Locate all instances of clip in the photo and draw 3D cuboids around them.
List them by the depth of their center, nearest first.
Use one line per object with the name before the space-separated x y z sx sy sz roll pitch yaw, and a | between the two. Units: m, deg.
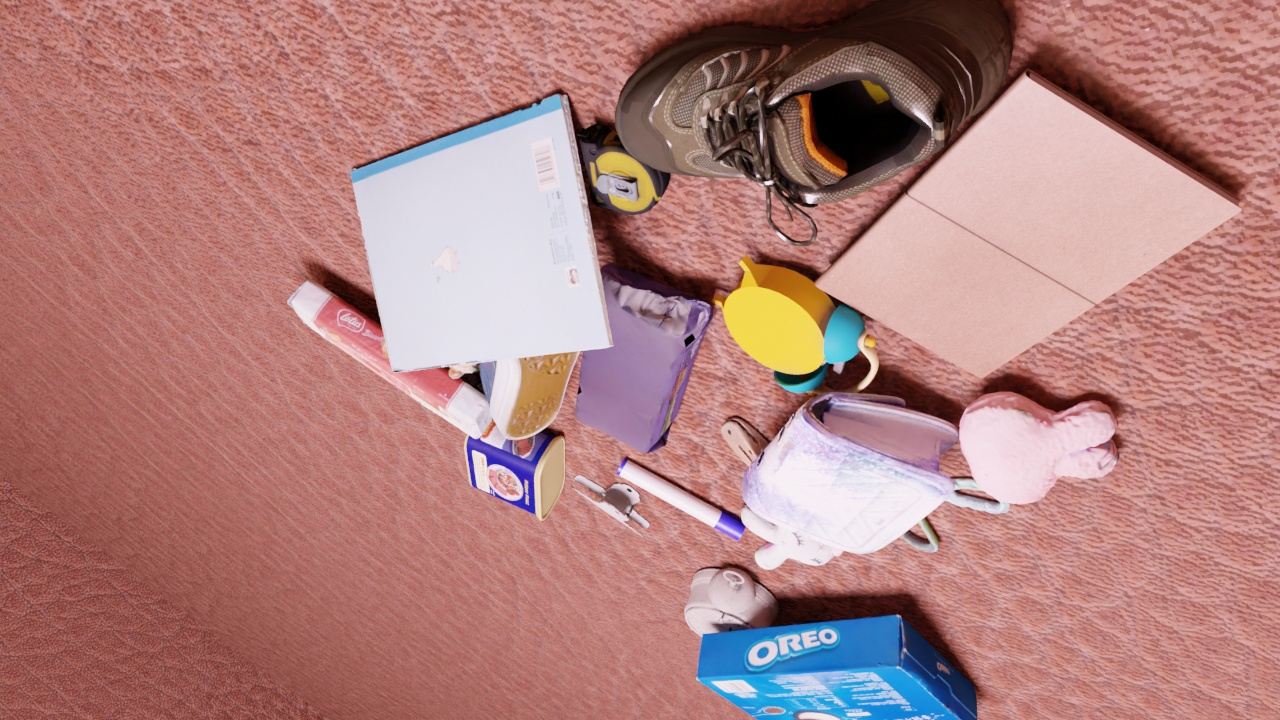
clip | 0.097 0.080 0.824 0.059 0.052 0.026 15 152 -28
clip | -0.023 0.152 1.004 0.101 0.045 0.056 36 150 -9

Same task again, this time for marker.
marker | 0.042 0.142 0.941 0.141 0.020 0.020 28 143 3

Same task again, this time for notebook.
notebook | 0.222 -0.069 0.566 0.141 0.008 0.210 28 146 -7
notebook | -0.135 -0.087 0.721 0.254 0.009 0.181 -6 98 38

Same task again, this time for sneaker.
sneaker | 0.075 -0.120 0.512 0.238 0.142 0.101 -3 133 36
sneaker | -0.102 -0.026 0.811 0.079 0.087 0.236 54 149 28

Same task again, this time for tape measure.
tape measure | -0.010 -0.131 0.645 0.061 0.034 0.062 10 140 21

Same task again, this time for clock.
clock | 0.115 -0.021 0.682 0.129 0.043 0.099 39 149 2
clock | 0.099 0.277 1.027 0.103 0.061 0.157 17 144 15

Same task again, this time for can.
can | -0.136 0.112 0.994 0.092 0.056 0.116 22 143 13

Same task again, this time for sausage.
sausage | -0.190 -0.007 0.921 0.020 0.020 0.155 -10 129 40

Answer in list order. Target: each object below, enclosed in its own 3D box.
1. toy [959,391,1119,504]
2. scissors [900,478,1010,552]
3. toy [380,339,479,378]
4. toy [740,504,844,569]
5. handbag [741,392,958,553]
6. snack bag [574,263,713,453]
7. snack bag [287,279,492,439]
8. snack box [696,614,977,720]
toy | 0.287 0.062 0.663 0.105 0.053 0.108 -8 130 25
scissors | 0.230 0.108 0.786 0.173 0.023 0.171 -3 134 43
toy | -0.188 -0.017 0.863 0.074 0.085 0.106 19 157 50
toy | 0.153 0.171 0.888 0.123 0.037 0.079 -15 118 40
handbag | 0.161 0.085 0.732 0.126 0.069 0.159 20 148 -3
snack bag | -0.004 0.004 0.777 0.096 0.058 0.206 25 146 8
snack bag | -0.248 0.000 0.923 0.225 0.041 0.077 35 164 5
snack box | 0.211 0.348 0.987 0.239 0.056 0.195 -18 134 34
